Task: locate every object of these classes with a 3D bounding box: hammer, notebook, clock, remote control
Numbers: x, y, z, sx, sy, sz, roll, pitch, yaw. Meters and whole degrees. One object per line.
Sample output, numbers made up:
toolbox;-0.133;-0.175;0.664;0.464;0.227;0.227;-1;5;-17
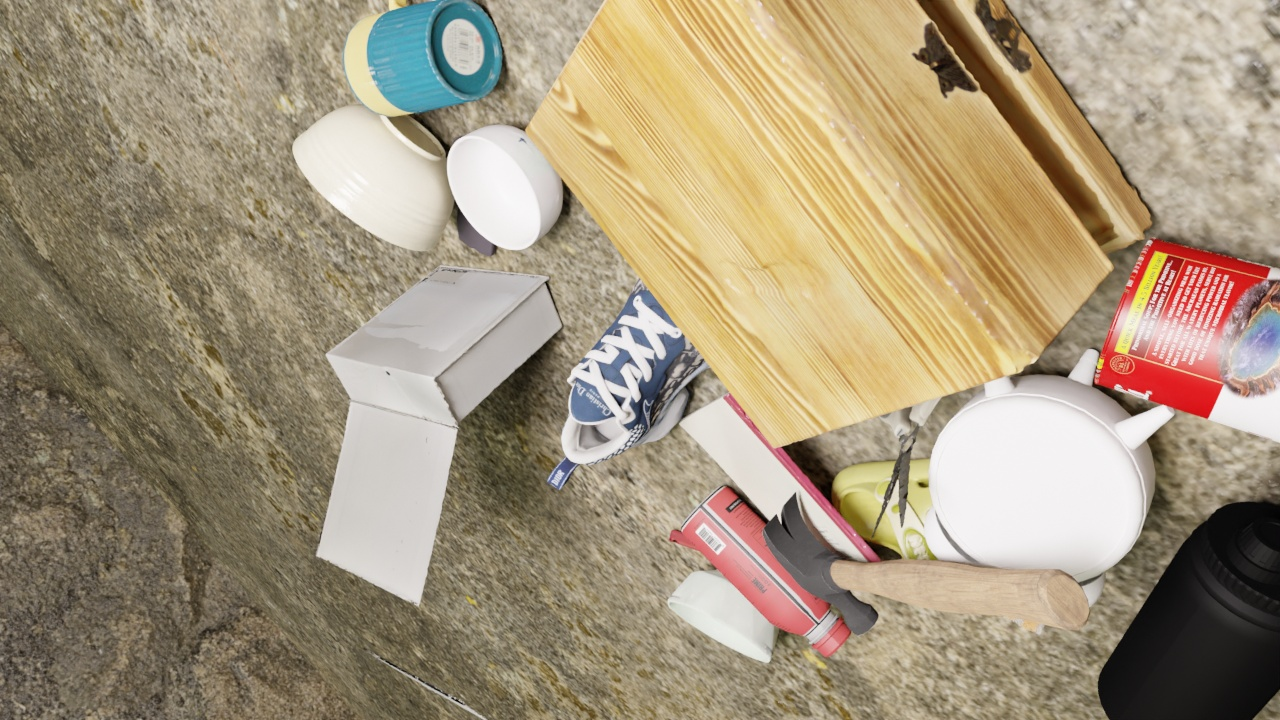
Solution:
hammer;0.182;0.149;0.633;0.132;0.040;0.306;47;162;-4
notebook;0.123;0.118;0.787;0.209;0.012;0.153;48;163;1
clock;0.255;0.075;0.586;0.125;0.072;0.161;23;119;29
remote control;-0.155;-0.154;0.861;0.046;0.009;0.125;30;139;21

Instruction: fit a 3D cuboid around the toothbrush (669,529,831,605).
toothbrush;0.107;0.206;0.918;0.190;0.016;0.016;14;132;35

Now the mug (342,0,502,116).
mug;-0.177;-0.261;0.742;0.107;0.083;0.113;5;98;40

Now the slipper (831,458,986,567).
slipper;0.218;0.124;0.694;0.191;0.081;0.092;-1;119;47

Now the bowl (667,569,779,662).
bowl;0.091;0.246;0.920;0.117;0.061;0.117;27;159;11

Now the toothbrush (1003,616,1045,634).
toothbrush;0.245;0.171;0.761;0.184;0.015;0.015;27;144;27

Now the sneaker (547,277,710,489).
sneaker;-0.004;0.004;0.754;0.103;0.132;0.270;40;137;13

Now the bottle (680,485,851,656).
bottle;0.119;0.198;0.850;0.176;0.062;0.062;44;142;14

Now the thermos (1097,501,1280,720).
thermos;0.370;0.169;0.582;0.086;0.085;0.199;26;137;26

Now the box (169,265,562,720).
box;-0.248;0.109;0.835;0.167;0.477;0.119;10;155;39

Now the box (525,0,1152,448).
box;0.099;-0.111;0.554;0.279;0.167;0.246;51;149;-4

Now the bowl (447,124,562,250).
bowl;-0.110;-0.153;0.785;0.105;0.054;0.105;26;139;25

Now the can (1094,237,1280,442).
can;0.315;-0.008;0.480;0.116;0.086;0.087;22;135;30

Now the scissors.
scissors;0.182;0.038;0.605;0.012;0.162;0.154;32;107;-7

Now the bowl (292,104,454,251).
bowl;-0.224;-0.177;0.822;0.151;0.150;0.075;44;107;4
